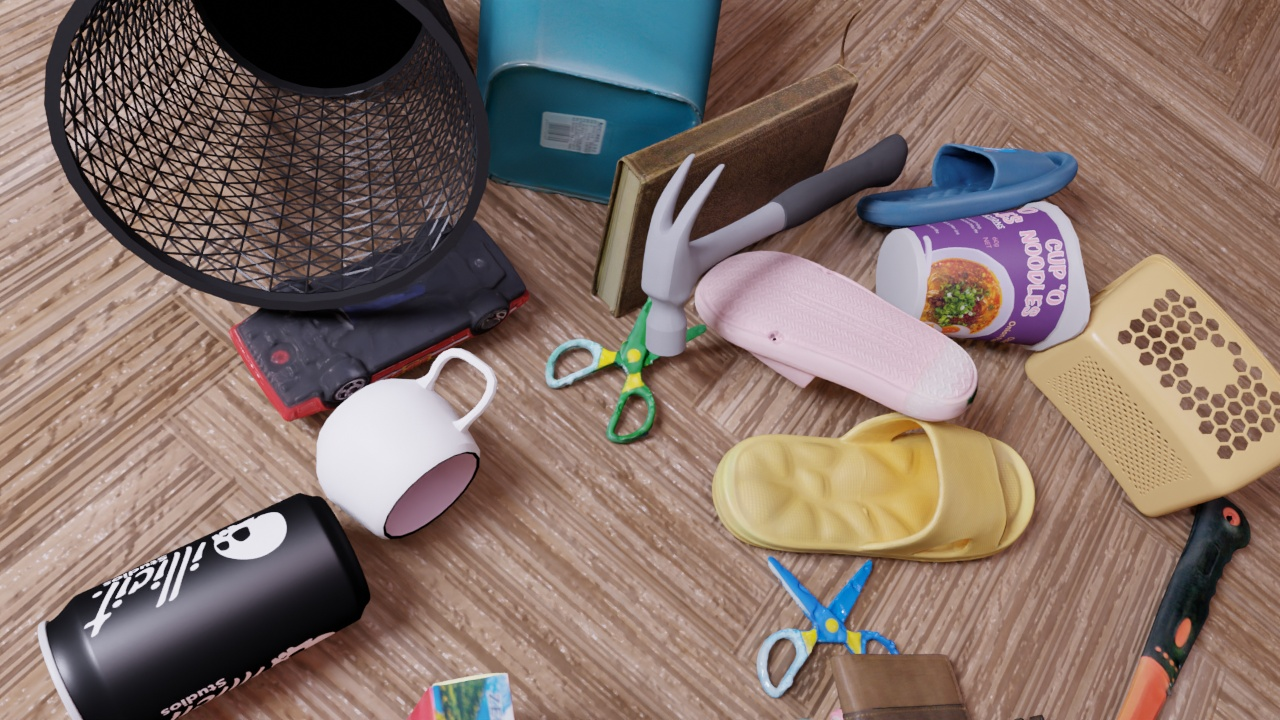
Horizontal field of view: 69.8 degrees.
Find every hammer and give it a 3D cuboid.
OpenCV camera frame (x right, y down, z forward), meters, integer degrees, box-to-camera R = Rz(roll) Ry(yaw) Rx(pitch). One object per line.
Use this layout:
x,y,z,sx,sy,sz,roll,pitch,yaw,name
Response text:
0.112,-0.116,0.673,0.029,0.125,0.309,29,43,34,hammer
0.386,0.219,0.680,0.133,0.033,0.332,43,58,7,hammer

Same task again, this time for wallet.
0.172,0.236,0.580,0.121,0.027,0.098,13,55,-38,wallet

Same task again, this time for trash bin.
-0.036,-0.256,0.701,0.196,0.200,0.218,9,68,-13,trash bin
-0.212,-0.192,0.571,0.216,0.217,0.242,3,41,-17,trash bin

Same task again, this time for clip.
0.149,0.246,0.594,0.049,0.023,0.058,-37,74,-29,clip

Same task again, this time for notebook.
0.067,-0.140,0.668,0.215,0.191,0.034,-29,65,-28,notebook

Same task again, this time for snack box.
-0.084,0.239,0.450,0.040,0.143,0.144,-4,65,-21,snack box

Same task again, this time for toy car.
-0.167,-0.031,0.612,0.189,0.056,0.081,-31,77,-28,toy car

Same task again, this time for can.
-0.228,0.135,0.493,0.145,0.080,0.080,-25,74,-27,can

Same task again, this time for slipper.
0.287,-0.157,0.796,0.213,0.104,0.059,-17,110,-19,slipper
0.138,-0.016,0.678,0.222,0.056,0.106,27,48,23,slipper
0.182,0.089,0.651,0.263,0.079,0.099,3,66,-17,slipper

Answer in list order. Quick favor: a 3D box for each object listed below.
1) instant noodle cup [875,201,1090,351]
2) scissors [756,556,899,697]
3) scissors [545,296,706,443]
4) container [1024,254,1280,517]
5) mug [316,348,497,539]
0.265,-0.062,0.736,0.122,0.122,0.136,-2,32,-8,instant noodle cup
0.126,0.184,0.624,0.129,0.013,0.125,-36,80,-32,scissors
-0.014,-0.006,0.664,0.117,0.012,0.129,19,71,-2,scissors
0.438,0.012,0.744,0.166,0.129,0.183,-30,76,-19,container
-0.138,0.043,0.552,0.076,0.090,0.124,43,95,18,mug
